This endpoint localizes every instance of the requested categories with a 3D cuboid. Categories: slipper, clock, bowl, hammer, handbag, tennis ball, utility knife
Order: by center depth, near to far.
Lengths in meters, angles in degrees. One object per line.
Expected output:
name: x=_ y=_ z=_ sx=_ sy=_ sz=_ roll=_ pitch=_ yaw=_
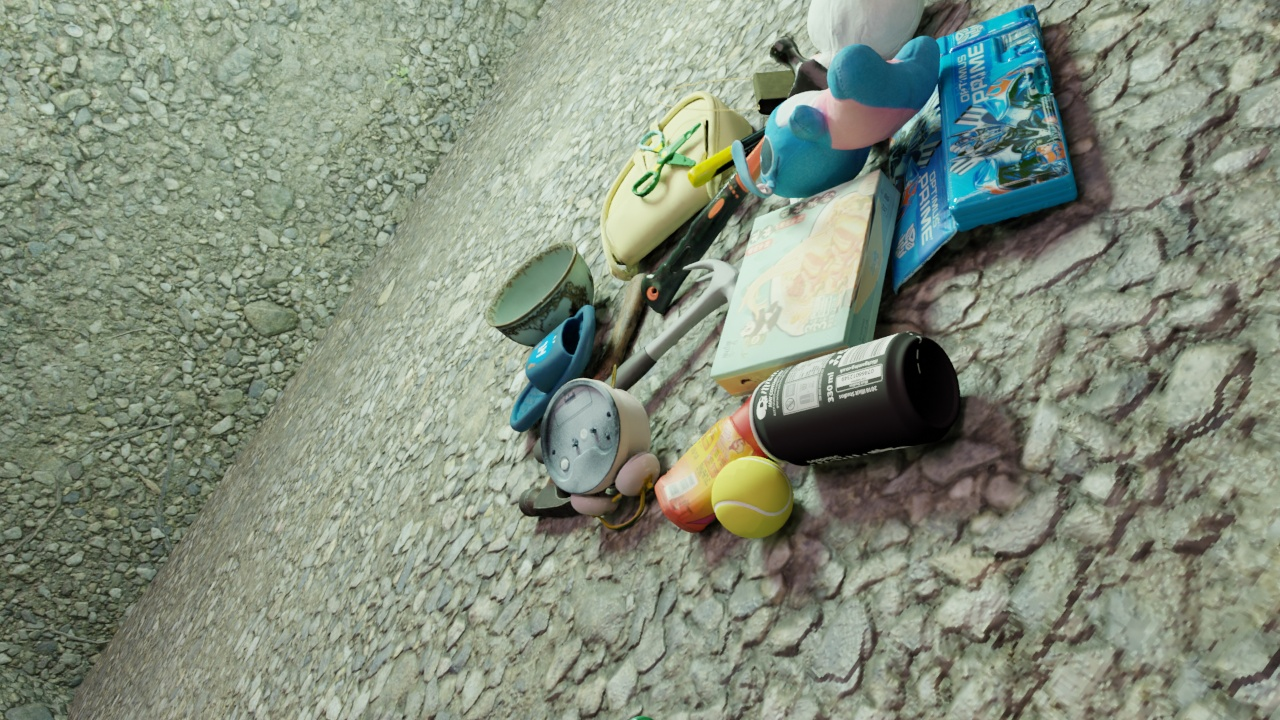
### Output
tennis ball: x=0.090 y=0.110 z=0.735 sx=0.065 sy=0.065 sz=0.065 roll=-40 pitch=30 yaw=29
clock: x=-0.038 y=0.095 z=0.936 sx=0.117 sy=0.058 sz=0.157 roll=-38 pitch=60 yaw=34
hammer: x=-0.006 y=0.006 z=1.014 sx=0.311 sy=0.029 sz=0.125 roll=-42 pitch=33 yaw=14
hammer: x=0.104 y=-0.187 z=1.036 sx=0.133 sy=0.033 sz=0.334 roll=49 pitch=116 yaw=21
utility knife: x=0.133 y=-0.254 z=1.074 sx=0.174 sy=0.020 sz=0.029 roll=-32 pitch=-14 yaw=0
hammer: x=-0.043 y=0.033 z=1.089 sx=0.120 sy=0.033 sz=0.329 roll=-12 pitch=49 yaw=49
handbag: x=0.108 y=-0.322 z=1.120 sx=0.178 sy=0.027 sz=0.084 roll=-3 pitch=42 yaw=4
slipper: x=-0.116 y=0.007 z=1.158 sx=0.214 sy=0.059 sz=0.103 roll=-50 pitch=21 yaw=35
handbag: x=0.037 y=-0.225 z=1.184 sx=0.233 sy=0.088 sz=0.190 roll=-38 pitch=35 yaw=31
bowl: x=-0.121 y=-0.075 z=1.250 sx=0.160 sy=0.094 sz=0.159 roll=-31 pitch=30 yaw=20

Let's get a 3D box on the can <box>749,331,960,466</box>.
can: x=0.158 y=0.032 z=0.692 sx=0.146 sy=0.080 sz=0.080 roll=-20 pitch=43 yaw=49

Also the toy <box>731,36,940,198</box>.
toy: x=0.192 y=-0.225 z=0.847 sx=0.223 sy=0.099 sz=0.192 roll=-29 pitch=-6 yaw=-31

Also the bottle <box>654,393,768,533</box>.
bottle: x=0.074 y=0.088 z=0.805 sx=0.134 sy=0.048 sz=0.071 roll=-47 pitch=29 yaw=16

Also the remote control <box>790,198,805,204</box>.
remote control: x=0.178 y=-0.138 z=0.917 sx=0.050 sy=0.022 sz=0.133 roll=-36 pitch=32 yaw=31

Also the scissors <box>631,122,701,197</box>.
scissors: x=0.030 y=-0.259 z=1.143 sx=0.127 sy=0.011 sz=0.123 roll=-39 pitch=48 yaw=31

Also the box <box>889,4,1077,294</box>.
box: x=0.270 y=-0.193 z=0.789 sx=0.176 sy=0.060 sz=0.242 roll=-32 pitch=34 yaw=40

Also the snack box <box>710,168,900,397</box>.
snack box: x=0.147 y=-0.067 z=0.813 sx=0.142 sy=0.044 sz=0.193 roll=-16 pitch=45 yaw=44

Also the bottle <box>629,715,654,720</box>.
bottle: x=0.027 y=0.291 z=0.661 sx=0.110 sy=0.042 sz=0.042 roll=-4 pitch=56 yaw=56

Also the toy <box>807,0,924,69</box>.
toy: x=0.232 y=-0.347 z=0.995 sx=0.139 sy=0.101 sz=0.180 roll=26 pitch=107 yaw=49
